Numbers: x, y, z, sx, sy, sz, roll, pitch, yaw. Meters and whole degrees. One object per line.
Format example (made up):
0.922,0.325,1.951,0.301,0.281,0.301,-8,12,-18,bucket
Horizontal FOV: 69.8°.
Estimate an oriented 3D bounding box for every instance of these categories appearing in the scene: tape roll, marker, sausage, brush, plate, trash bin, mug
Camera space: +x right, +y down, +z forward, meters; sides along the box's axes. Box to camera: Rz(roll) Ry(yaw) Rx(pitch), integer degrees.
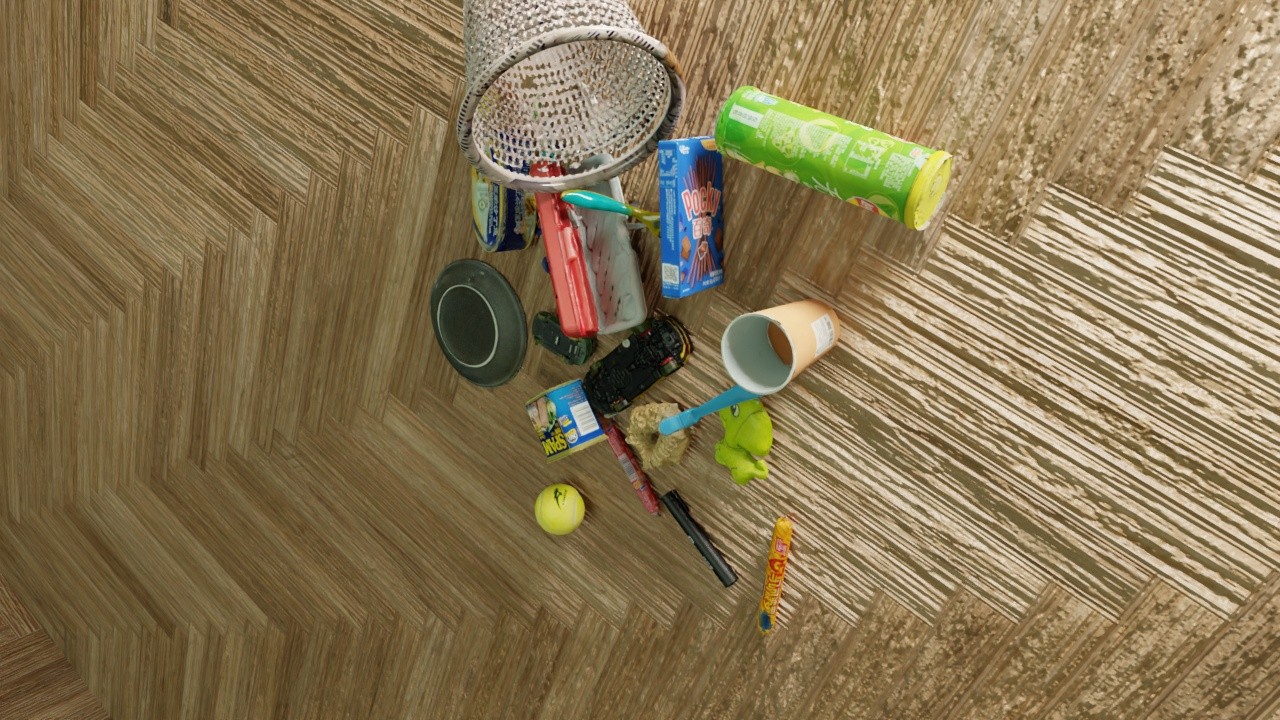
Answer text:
-0.087,-0.279,1.050,0.086,0.013,0.086,5,101,29,tape roll
0.071,0.211,1.094,0.022,0.020,0.132,-39,77,9,marker
-0.015,0.125,1.131,0.020,0.020,0.156,-36,81,39,sausage
0.065,0.060,1.012,0.255,0.045,0.083,-32,77,50,brush
-0.226,-0.047,1.233,0.180,0.024,0.179,13,112,34,plate
-0.089,-0.313,0.926,0.228,0.227,0.192,-38,59,39,trash bin
0.144,-0.021,0.896,0.078,0.122,0.078,13,113,34,mug
0.152,0.246,1.041,0.021,0.021,0.165,20,116,31,sausage

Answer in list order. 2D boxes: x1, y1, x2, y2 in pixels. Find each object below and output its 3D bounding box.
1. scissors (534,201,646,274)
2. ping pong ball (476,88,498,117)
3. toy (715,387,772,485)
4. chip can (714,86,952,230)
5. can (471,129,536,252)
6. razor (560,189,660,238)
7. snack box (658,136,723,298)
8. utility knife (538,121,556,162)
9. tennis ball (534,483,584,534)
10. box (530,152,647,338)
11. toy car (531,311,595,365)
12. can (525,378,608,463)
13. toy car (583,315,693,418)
-0.067,-0.160,1.083,0.141,0.012,0.171,50,126,14,scissors
-0.191,-0.313,1.109,0.040,0.040,0.040,13,112,34,ping pong ball
0.115,0.084,1.009,0.096,0.031,0.100,48,130,24,toy
0.172,-0.192,0.852,0.221,0.072,0.073,29,120,27,chip can
-0.166,-0.205,1.111,0.075,0.049,0.148,20,115,43,can
-0.023,-0.162,0.996,0.132,0.028,0.043,15,125,-14,razor
0.053,-0.149,0.948,0.026,0.084,0.157,9,110,35,snack box
-0.102,-0.202,1.084,0.029,0.013,0.164,-10,91,38,utility knife
-0.105,0.193,1.191,0.065,0.065,0.065,13,112,34,tennis ball
-0.051,-0.130,1.029,0.099,0.095,0.201,-13,87,10,box
-0.096,-0.028,1.131,0.091,0.036,0.043,30,121,26,toy car
-0.094,0.075,1.139,0.102,0.057,0.083,-29,84,59,can
-0.006,0.006,1.070,0.156,0.041,0.071,-40,79,33,toy car
